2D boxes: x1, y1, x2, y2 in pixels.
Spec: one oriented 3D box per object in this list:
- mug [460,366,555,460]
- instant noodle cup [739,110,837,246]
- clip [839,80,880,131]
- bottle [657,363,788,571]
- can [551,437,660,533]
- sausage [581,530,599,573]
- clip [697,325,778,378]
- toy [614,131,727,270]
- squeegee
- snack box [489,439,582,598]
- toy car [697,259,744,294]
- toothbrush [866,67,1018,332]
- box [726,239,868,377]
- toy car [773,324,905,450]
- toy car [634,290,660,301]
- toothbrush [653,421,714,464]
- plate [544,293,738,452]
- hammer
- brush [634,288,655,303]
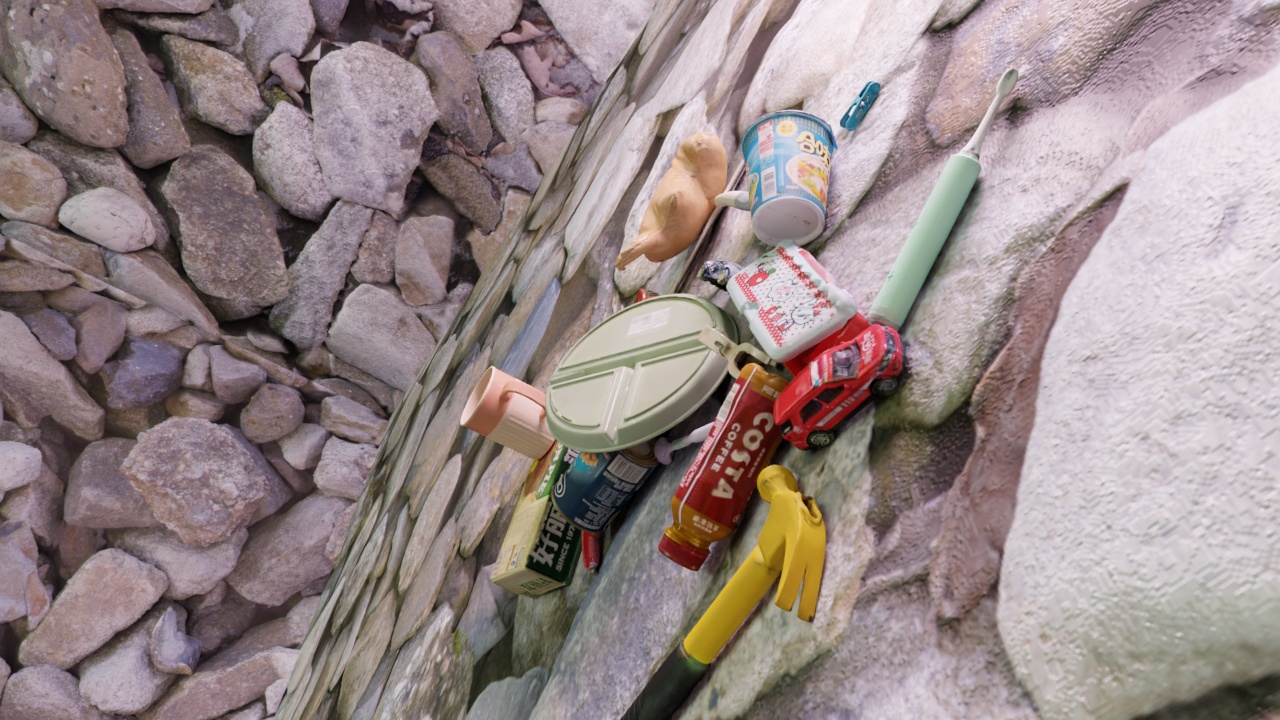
[{"bbox_3d":[-0.150,0.061,1.132,0.115,0.106,0.081,-38,29,52],"label":"mug"},{"bbox_3d":[0.147,-0.175,0.912,0.099,0.099,0.109,-41,34,48],"label":"instant noodle cup"},{"bbox_3d":[0.226,-0.261,0.941,0.056,0.014,0.041,-57,19,18],"label":"clip"},{"bbox_3d":[0.072,0.090,0.764,0.175,0.057,0.057,-61,18,1],"label":"bottle"},{"bbox_3d":[-0.036,0.121,0.987,0.111,0.075,0.075,-53,20,24],"label":"can"},{"bbox_3d":[-0.057,0.174,1.033,0.020,0.020,0.155,-50,29,32],"label":"sausage"},{"bbox_3d":[0.099,0.000,0.868,0.034,0.064,0.098,-61,25,6],"label":"clip"},{"bbox_3d":[0.041,-0.184,1.168,0.225,0.082,0.143,-60,-17,-21],"label":"toy"},{"bbox_3d":[0.120,-0.183,1.072,0.246,0.039,0.246,-61,18,1],"label":"squeegee"},{"bbox_3d":[-0.102,0.164,1.126,0.115,0.063,0.239,-36,30,53],"label":"snack box"},{"bbox_3d":[0.098,-0.087,0.975,0.031,0.049,0.105,-64,18,3],"label":"toy car"},{"bbox_3d":[0.232,-0.123,0.693,0.224,0.026,0.027,-62,-4,-2],"label":"toothbrush"},{"bbox_3d":[0.130,-0.054,0.807,0.091,0.068,0.201,-56,18,15],"label":"box"},{"bbox_3d":[0.147,0.020,0.688,0.121,0.045,0.052,-45,25,36],"label":"toy car"},{"bbox_3d":[0.011,-0.048,1.170,0.035,0.042,0.090,-11,55,40],"label":"toy car"},{"bbox_3d":[0.067,0.068,0.877,0.190,0.021,0.029,-31,73,55],"label":"toothbrush"},{"bbox_3d":[-0.006,0.006,0.979,0.230,0.027,0.229,-22,34,16],"label":"plate"},{"bbox_3d":[0.041,0.222,0.694,0.301,0.033,0.128,-56,17,16],"label":"hammer"},{"bbox_3d":[0.004,-0.017,1.095,0.063,0.069,0.145,-32,34,55],"label":"brush"}]
